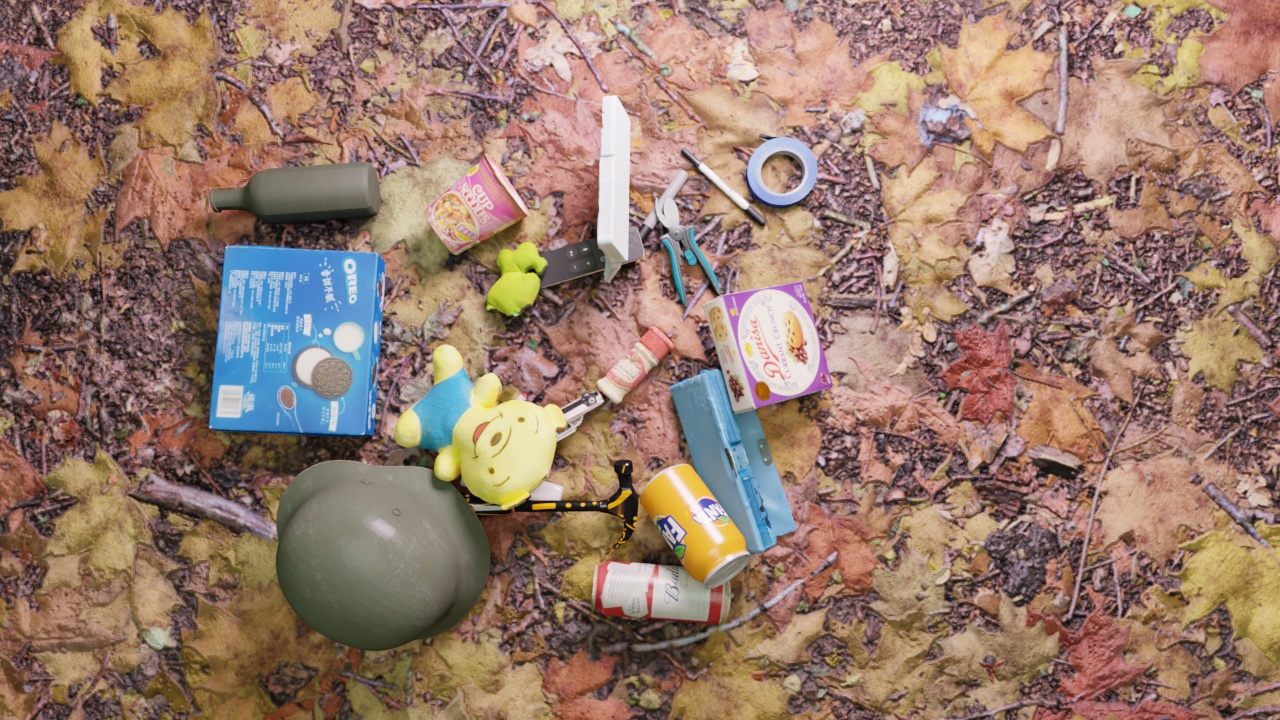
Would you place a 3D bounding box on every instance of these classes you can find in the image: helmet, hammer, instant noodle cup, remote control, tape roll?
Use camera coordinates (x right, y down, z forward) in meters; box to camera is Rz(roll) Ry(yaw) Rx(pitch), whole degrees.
[{"bbox_3d":[-0.323,0.238,1.073,0.268,0.153,0.227,36,98,-1],"label":"helmet"},{"bbox_3d":[-0.162,0.186,1.158,0.320,0.036,0.123,-1,104,2],"label":"hammer"},{"bbox_3d":[-0.213,-0.194,1.176,0.108,0.097,0.097,-34,86,4],"label":"instant noodle cup"},{"bbox_3d":[-0.069,-0.135,1.199,0.147,0.008,0.045,-16,77,5],"label":"remote control"},{"bbox_3d":[-0.165,0.161,1.177,0.131,0.012,0.033,16,84,0],"label":"remote control"},{"bbox_3d":[0.187,-0.249,1.219,0.091,0.016,0.093,15,85,1],"label":"tape roll"}]

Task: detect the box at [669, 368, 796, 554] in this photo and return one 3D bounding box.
[{"bbox_3d":[0.129,0.121,1.164,0.102,0.094,0.231,-15,83,-32],"label":"box"}]

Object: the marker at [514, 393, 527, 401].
[{"bbox_3d":[-0.199,0.094,1.185,0.142,0.013,0.013,-44,86,-5],"label":"marker"}]

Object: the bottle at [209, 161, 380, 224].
[{"bbox_3d":[-0.445,-0.213,1.182,0.207,0.071,0.071,-4,84,-1],"label":"bottle"}]

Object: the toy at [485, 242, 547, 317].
[{"bbox_3d":[-0.162,-0.103,1.191,0.094,0.036,0.093,-20,74,13],"label":"toy"}]

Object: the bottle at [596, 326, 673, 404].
[{"bbox_3d":[-0.007,0.007,1.180,0.044,0.044,0.109,44,86,3],"label":"bottle"}]

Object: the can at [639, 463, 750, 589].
[{"bbox_3d":[0.066,0.200,1.120,0.079,0.079,0.142,-35,61,-4],"label":"can"}]

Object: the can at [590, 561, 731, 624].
[{"bbox_3d":[0.025,0.288,1.140,0.170,0.067,0.067,4,84,0],"label":"can"}]

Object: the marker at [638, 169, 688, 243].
[{"bbox_3d":[0.020,-0.192,1.212,0.016,0.016,0.140,34,85,3],"label":"marker"}]

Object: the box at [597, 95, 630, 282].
[{"bbox_3d":[-0.033,-0.210,1.138,0.049,0.136,0.197,2,74,-1],"label":"box"}]

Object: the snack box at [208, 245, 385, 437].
[{"bbox_3d":[-0.434,-0.024,1.172,0.195,0.056,0.238,3,83,-1],"label":"snack box"}]

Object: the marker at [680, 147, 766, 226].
[{"bbox_3d":[0.111,-0.231,1.220,0.152,0.011,0.011,43,85,4],"label":"marker"}]

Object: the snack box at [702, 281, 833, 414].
[{"bbox_3d":[0.161,-0.018,1.149,0.147,0.041,0.143,-13,84,-37],"label":"snack box"}]

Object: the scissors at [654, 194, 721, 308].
[{"bbox_3d":[0.060,-0.139,1.202,0.153,0.019,0.128,26,89,-2],"label":"scissors"}]

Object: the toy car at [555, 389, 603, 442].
[{"bbox_3d":[-0.096,0.078,1.176,0.113,0.039,0.039,-29,106,-4],"label":"toy car"}]

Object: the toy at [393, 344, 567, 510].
[{"bbox_3d":[-0.192,0.090,1.127,0.214,0.084,0.148,26,79,21],"label":"toy"}]
